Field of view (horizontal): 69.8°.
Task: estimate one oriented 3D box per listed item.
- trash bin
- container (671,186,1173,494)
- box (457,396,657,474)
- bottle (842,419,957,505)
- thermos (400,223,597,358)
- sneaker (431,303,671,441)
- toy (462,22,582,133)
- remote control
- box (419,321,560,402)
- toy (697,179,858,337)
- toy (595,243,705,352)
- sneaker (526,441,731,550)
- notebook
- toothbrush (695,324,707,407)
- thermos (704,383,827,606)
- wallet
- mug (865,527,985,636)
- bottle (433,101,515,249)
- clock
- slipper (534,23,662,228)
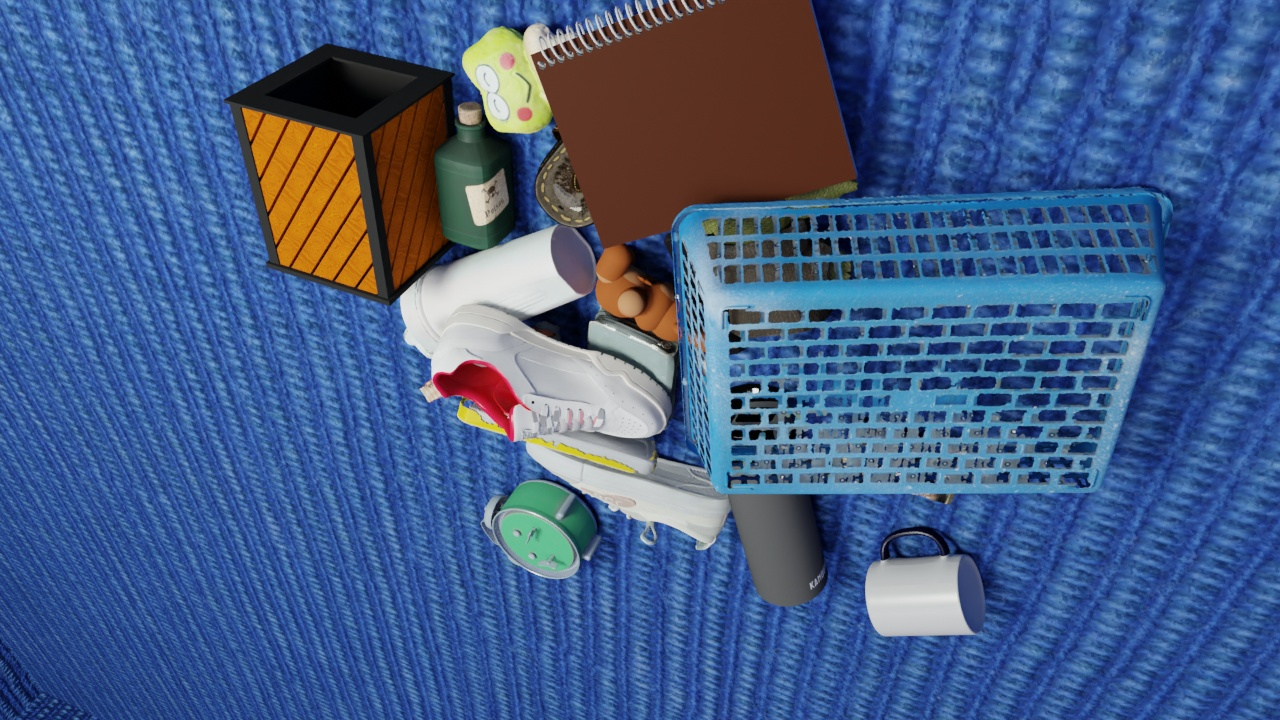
[{"bbox_3d":[-0.265,-0.176,0.861,0.140,0.139,0.172,17,133,15],"label":"trash bin"},{"bbox_3d":[0.209,0.005,0.716,0.362,0.089,0.258,-1,128,7],"label":"container"},{"bbox_3d":[-0.084,0.068,0.963,0.209,0.129,0.036,17,97,-5],"label":"box"},{"bbox_3d":[0.246,0.095,0.867,0.105,0.056,0.056,15,132,16],"label":"bottle"},{"bbox_3d":[-0.152,-0.068,0.923,0.221,0.099,0.099,-16,118,33],"label":"thermos"},{"bbox_3d":[-0.089,0.040,0.880,0.236,0.104,0.091,25,141,-11],"label":"sneaker"},{"bbox_3d":[-0.092,-0.242,0.781,0.115,0.046,0.092,-9,119,24],"label":"toy"},{"bbox_3d":[0.062,-0.062,0.866,0.032,0.015,0.136,-9,122,33],"label":"remote control"},{"bbox_3d":[-0.167,0.001,1.006,0.187,0.082,0.042,-23,101,41],"label":"box"},{"bbox_3d":[0.106,-0.088,0.777,0.180,0.078,0.153,-5,119,29],"label":"toy"},{"bbox_3d":[0.016,-0.055,0.853,0.128,0.094,0.065,31,103,2],"label":"toy"},{"bbox_3d":[-0.019,0.145,1.025,0.242,0.089,0.091,18,118,9],"label":"sneaker"},{"bbox_3d":[0.038,-0.191,0.692,0.209,0.022,0.172,-13,111,22],"label":"notebook"},{"bbox_3d":[0.069,0.041,0.945,0.016,0.017,0.189,14,132,29],"label":"toothbrush"},{"bbox_3d":[0.134,0.142,0.949,0.082,0.082,0.241,1,126,28],"label":"thermos"},{"bbox_3d":[-0.006,0.005,0.934,0.100,0.054,0.132,27,137,17],"label":"wallet"},{"bbox_3d":[0.290,0.227,0.948,0.097,0.078,0.112,-14,91,36],"label":"mug"},{"bbox_3d":[-0.154,-0.176,0.856,0.061,0.061,0.131,19,133,17],"label":"bottle"},{"bbox_3d":[-0.138,0.217,1.163,0.162,0.075,0.122,-9,121,35],"label":"clock"},{"bbox_3d":[-0.004,-0.183,0.759,0.113,0.075,0.269,47,133,-14],"label":"slipper"}]
